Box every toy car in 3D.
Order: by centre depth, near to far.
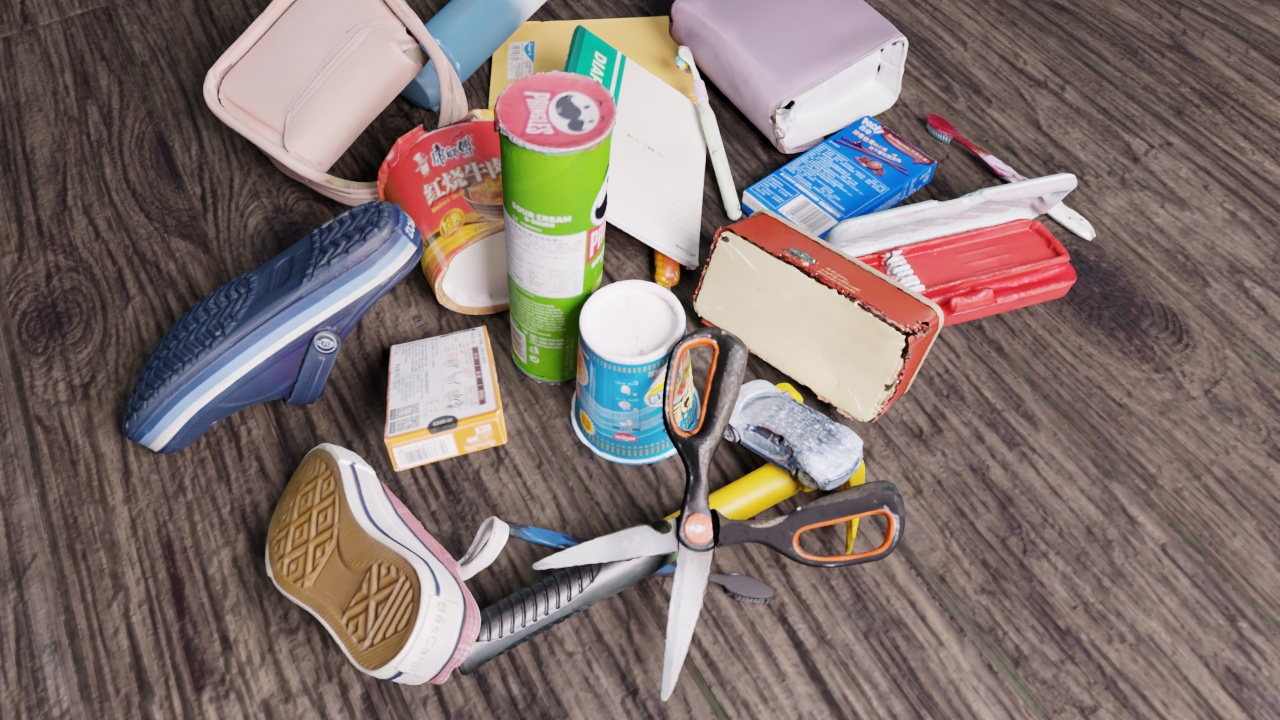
[{"bbox_3d":[0.097,0.046,0.611,0.106,0.031,0.048,30,54,30],"label":"toy car"}]

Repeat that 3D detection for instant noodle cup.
[{"bbox_3d":[-0.004,0.004,0.644,0.099,0.110,0.099,-1,53,1],"label":"instant noodle cup"},{"bbox_3d":[-0.125,-0.108,0.723,0.137,0.138,0.108,-20,65,-13],"label":"instant noodle cup"}]

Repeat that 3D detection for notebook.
[{"bbox_3d":[-0.007,-0.185,0.782,0.150,0.012,0.208,27,47,-24],"label":"notebook"},{"bbox_3d":[-0.048,-0.301,0.928,0.206,0.010,0.145,-3,54,0],"label":"notebook"}]

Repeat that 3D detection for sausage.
[{"bbox_3d":[0.022,-0.122,0.789,0.021,0.021,0.164,-1,54,1],"label":"sausage"}]

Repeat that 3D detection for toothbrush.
[{"bbox_3d":[-0.005,0.134,0.611,0.190,0.016,0.014,11,57,13],"label":"toothbrush"},{"bbox_3d":[0.324,-0.163,0.816,0.016,0.017,0.187,-36,63,-13],"label":"toothbrush"},{"bbox_3d":[0.062,-0.206,0.832,0.020,0.029,0.189,-19,66,11],"label":"toothbrush"}]

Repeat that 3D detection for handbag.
[{"bbox_3d":[-0.243,-0.225,0.789,0.234,0.093,0.193,42,91,26],"label":"handbag"},{"bbox_3d":[0.132,-0.295,0.864,0.144,0.099,0.197,-27,59,-12],"label":"handbag"}]

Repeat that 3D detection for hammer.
[{"bbox_3d":[0.018,0.116,0.593,0.300,0.033,0.128,-24,48,-18],"label":"hammer"}]

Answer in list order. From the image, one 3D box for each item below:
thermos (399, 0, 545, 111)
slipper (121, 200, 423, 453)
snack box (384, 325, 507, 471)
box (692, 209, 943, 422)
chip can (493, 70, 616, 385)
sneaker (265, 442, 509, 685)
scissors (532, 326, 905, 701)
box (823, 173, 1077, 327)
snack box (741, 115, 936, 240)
[{"bbox_3d":[-0.162,-0.336,0.910,0.070,0.070,0.220,27,63,19],"label":"thermos"},{"bbox_3d":[-0.259,-0.019,0.675,0.253,0.095,0.105,-36,34,4],"label":"slipper"},{"bbox_3d":[-0.138,0.021,0.645,0.075,0.026,0.153,-13,26,-7],"label":"snack box"},{"bbox_3d":[0.121,-0.031,0.669,0.168,0.091,0.077,35,39,24],"label":"box"},{"bbox_3d":[-0.059,-0.078,0.625,0.072,0.237,0.072,3,54,-4],"label":"chip can"},{"bbox_3d":[-0.156,0.126,0.563,0.241,0.088,0.118,23,81,50],"label":"sneaker"},{"bbox_3d":[0.048,0.086,0.556,0.233,0.022,0.220,-5,77,-4],"label":"scissors"},{"bbox_3d":[0.240,-0.091,0.712,0.201,0.100,0.095,-13,54,-7],"label":"box"},{"bbox_3d":[0.174,-0.153,0.803,0.156,0.026,0.084,-34,60,-21],"label":"snack box"}]
